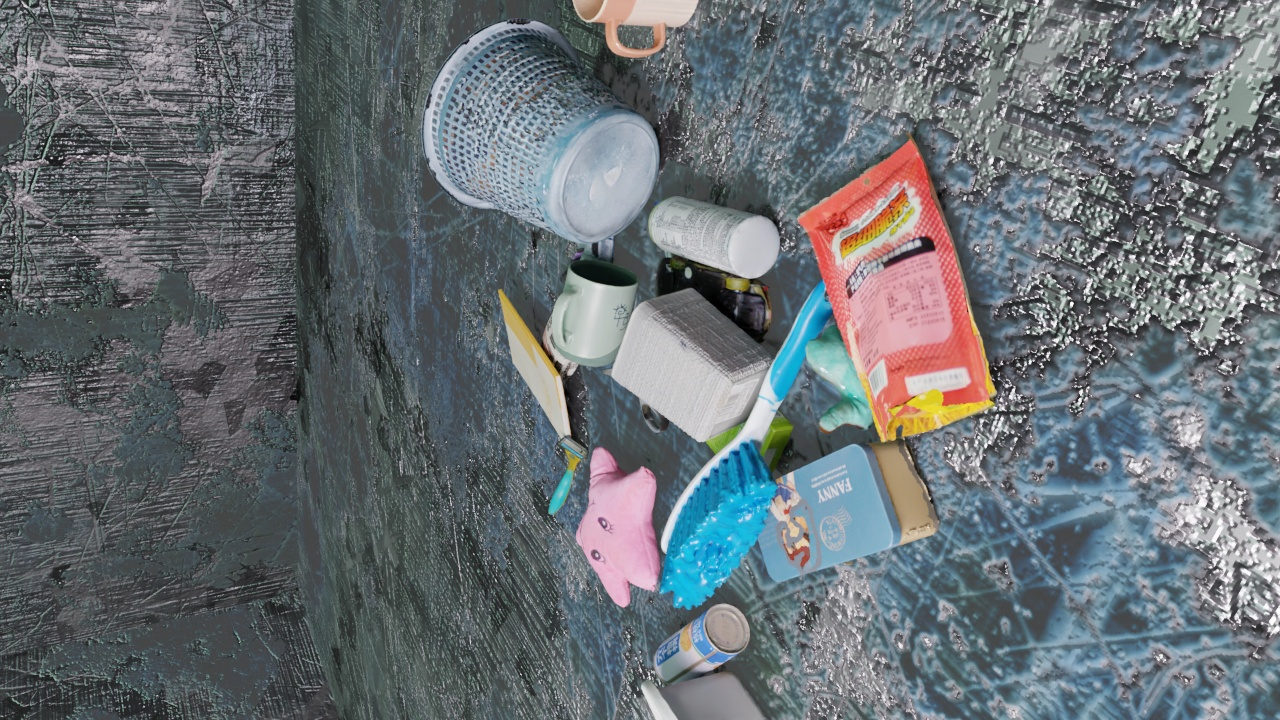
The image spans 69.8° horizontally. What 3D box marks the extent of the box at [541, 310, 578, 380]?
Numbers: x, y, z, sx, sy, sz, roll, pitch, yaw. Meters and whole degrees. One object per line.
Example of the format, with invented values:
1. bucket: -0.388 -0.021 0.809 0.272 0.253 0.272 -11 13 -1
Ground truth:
1. box: -0.092 -0.032 1.189 0.165 0.055 0.070 125 144 -55

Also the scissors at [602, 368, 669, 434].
1. scissors: -0.005 0.016 1.078 0.160 0.014 0.177 -54 50 50

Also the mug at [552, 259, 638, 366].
1. mug: -0.062 -0.051 1.057 0.082 0.111 0.106 29 117 28

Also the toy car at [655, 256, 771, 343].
1. toy car: 0.068 -0.062 0.907 0.158 0.042 0.070 27 120 48

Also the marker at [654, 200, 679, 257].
1. marker: 0.037 -0.100 0.980 0.017 0.016 0.145 -22 77 59

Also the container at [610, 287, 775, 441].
1. container: 0.051 0.006 0.842 0.114 0.090 0.090 40 128 27

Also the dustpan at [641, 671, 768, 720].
1. dustpan: 0.064 0.435 0.923 0.222 0.142 0.258 49 134 44

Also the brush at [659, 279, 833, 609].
1. brush: 0.098 0.074 0.794 0.315 0.060 0.109 -59 20 26

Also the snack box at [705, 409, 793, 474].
1. snack box: 0.086 0.050 0.917 0.156 0.026 0.086 51 137 42

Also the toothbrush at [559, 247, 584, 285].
1. toothbrush: -0.083 -0.114 1.131 0.189 0.014 0.016 149 99 -77

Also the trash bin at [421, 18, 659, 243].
1. trash bin: -0.094 -0.233 1.010 0.195 0.226 0.227 39 129 35

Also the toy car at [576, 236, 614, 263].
1. toy car: -0.055 -0.132 1.112 0.054 0.036 0.121 33 126 52

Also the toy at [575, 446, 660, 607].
1. toy: -0.021 0.198 1.080 0.178 0.074 0.195 48 134 44

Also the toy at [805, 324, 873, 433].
1. toy: 0.165 0.018 0.736 0.092 0.096 0.030 57 145 7

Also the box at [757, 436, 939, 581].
1. box: 0.167 0.125 0.764 0.185 0.060 0.089 -45 57 56

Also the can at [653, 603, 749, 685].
1. can: 0.063 0.307 0.982 0.135 0.053 0.053 -54 51 49

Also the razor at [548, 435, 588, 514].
1. razor: -0.104 0.162 1.259 0.043 0.028 0.133 31 125 16

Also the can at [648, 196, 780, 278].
1. can: 0.068 -0.121 0.883 0.147 0.058 0.058 28 119 54

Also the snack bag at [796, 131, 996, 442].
1. snack bag: 0.191 -0.051 0.691 0.129 0.073 0.207 -38 58 50

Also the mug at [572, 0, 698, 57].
1. mug: -0.003 -0.359 0.907 0.082 0.105 0.114 3 98 59

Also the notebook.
1. notebook: -0.146 0.012 1.275 0.206 0.010 0.146 52 157 41
